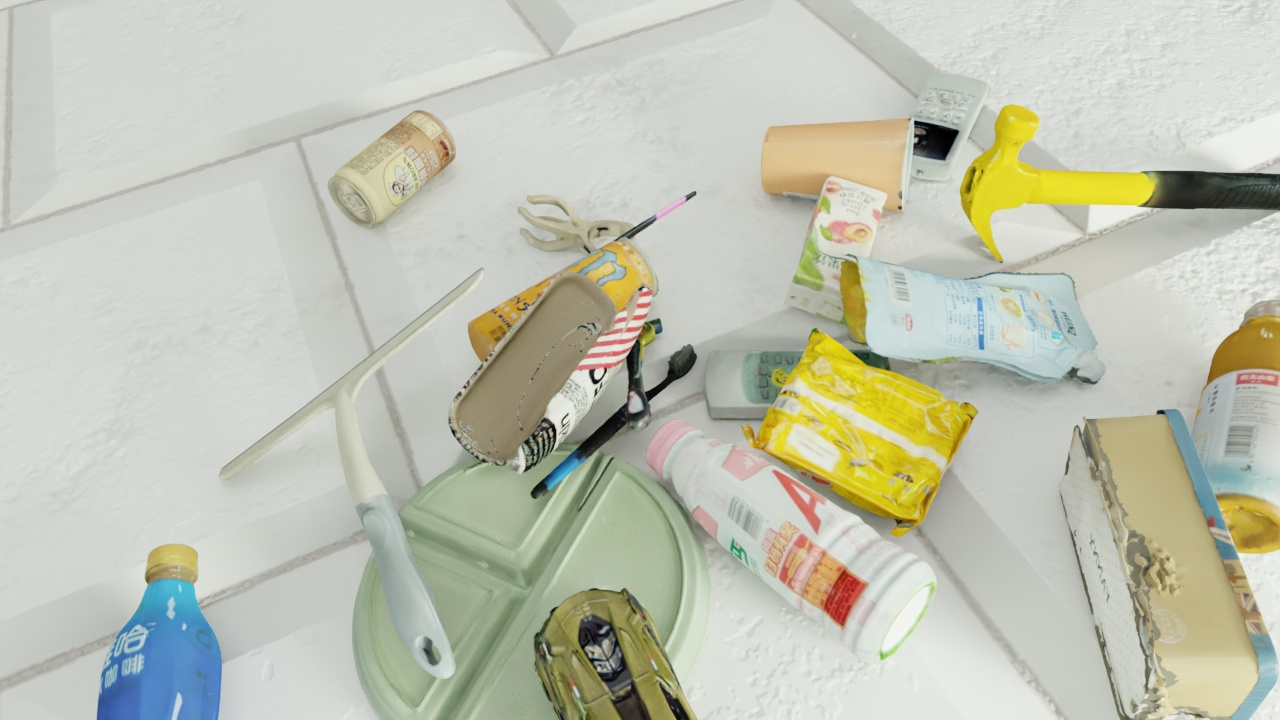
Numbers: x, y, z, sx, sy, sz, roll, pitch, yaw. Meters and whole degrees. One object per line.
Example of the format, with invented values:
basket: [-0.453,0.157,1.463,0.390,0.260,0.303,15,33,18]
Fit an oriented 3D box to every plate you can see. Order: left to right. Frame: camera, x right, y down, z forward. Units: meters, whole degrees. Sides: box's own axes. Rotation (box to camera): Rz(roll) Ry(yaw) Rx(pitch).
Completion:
plate: [-0.070,0.142,0.578,0.230,0.027,0.229,-3,50,4]

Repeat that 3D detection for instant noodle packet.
instant noodle packet: [0.143,0.045,0.611,0.128,0.044,0.110,29,62,15]

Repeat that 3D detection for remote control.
remote control: [0.114,0.017,0.670,0.135,0.019,0.056,1,50,7]
remote control: [0.279,-0.221,0.857,0.058,0.021,0.149,18,53,21]

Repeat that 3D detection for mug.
mug: [0.170,-0.171,0.794,0.123,0.078,0.078,6,50,18]

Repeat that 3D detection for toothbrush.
toothbrush: [-0.031,-0.087,0.755,0.189,0.014,0.018,-33,82,-5]
toothbrush: [-0.014,0.039,0.645,0.014,0.016,0.189,21,42,31]

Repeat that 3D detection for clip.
clip: [-0.057,-0.113,0.793,0.100,0.035,0.072,20,53,16]

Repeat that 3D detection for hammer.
hammer: [0.395,-0.135,0.725,0.300,0.129,0.032,-1,47,-9]

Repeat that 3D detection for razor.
razor: [-0.004,0.004,0.666,0.043,0.022,0.142,-12,31,6]

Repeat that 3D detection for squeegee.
squeegee: [-0.165,0.085,0.572,0.247,0.039,0.246,-36,54,8]

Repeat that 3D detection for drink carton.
drink carton: [0.157,-0.089,0.739,0.053,0.046,0.122,20,55,6]

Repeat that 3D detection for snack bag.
snack bag: [0.244,-0.033,0.670,0.191,0.039,0.110,7,40,-9]

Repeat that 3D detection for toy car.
toy car: [-0.001,0.198,0.489,0.070,0.042,0.158,-25,75,-16]

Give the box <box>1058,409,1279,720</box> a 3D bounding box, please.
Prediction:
box: [0.291,0.111,0.525,0.062,0.090,0.183,-2,50,12]

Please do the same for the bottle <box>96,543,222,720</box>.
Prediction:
bottle: [-0.273,0.204,0.522,0.065,0.065,0.218,-14,49,-6]

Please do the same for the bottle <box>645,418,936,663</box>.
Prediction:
bottle: [0.084,0.102,0.573,0.068,0.068,0.197,-38,51,-24]

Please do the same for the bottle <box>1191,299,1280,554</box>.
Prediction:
bottle: [0.399,0.035,0.592,0.068,0.068,0.189,21,54,22]

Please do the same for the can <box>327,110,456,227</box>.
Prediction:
can: [-0.228,-0.178,0.850,0.058,0.059,0.116,25,56,24]

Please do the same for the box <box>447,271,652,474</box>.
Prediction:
box: [-0.062,0.000,0.629,0.086,0.076,0.161,29,62,8]

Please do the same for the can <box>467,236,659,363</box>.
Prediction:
can: [-0.059,-0.039,0.711,0.145,0.058,0.058,-32,54,-20]
